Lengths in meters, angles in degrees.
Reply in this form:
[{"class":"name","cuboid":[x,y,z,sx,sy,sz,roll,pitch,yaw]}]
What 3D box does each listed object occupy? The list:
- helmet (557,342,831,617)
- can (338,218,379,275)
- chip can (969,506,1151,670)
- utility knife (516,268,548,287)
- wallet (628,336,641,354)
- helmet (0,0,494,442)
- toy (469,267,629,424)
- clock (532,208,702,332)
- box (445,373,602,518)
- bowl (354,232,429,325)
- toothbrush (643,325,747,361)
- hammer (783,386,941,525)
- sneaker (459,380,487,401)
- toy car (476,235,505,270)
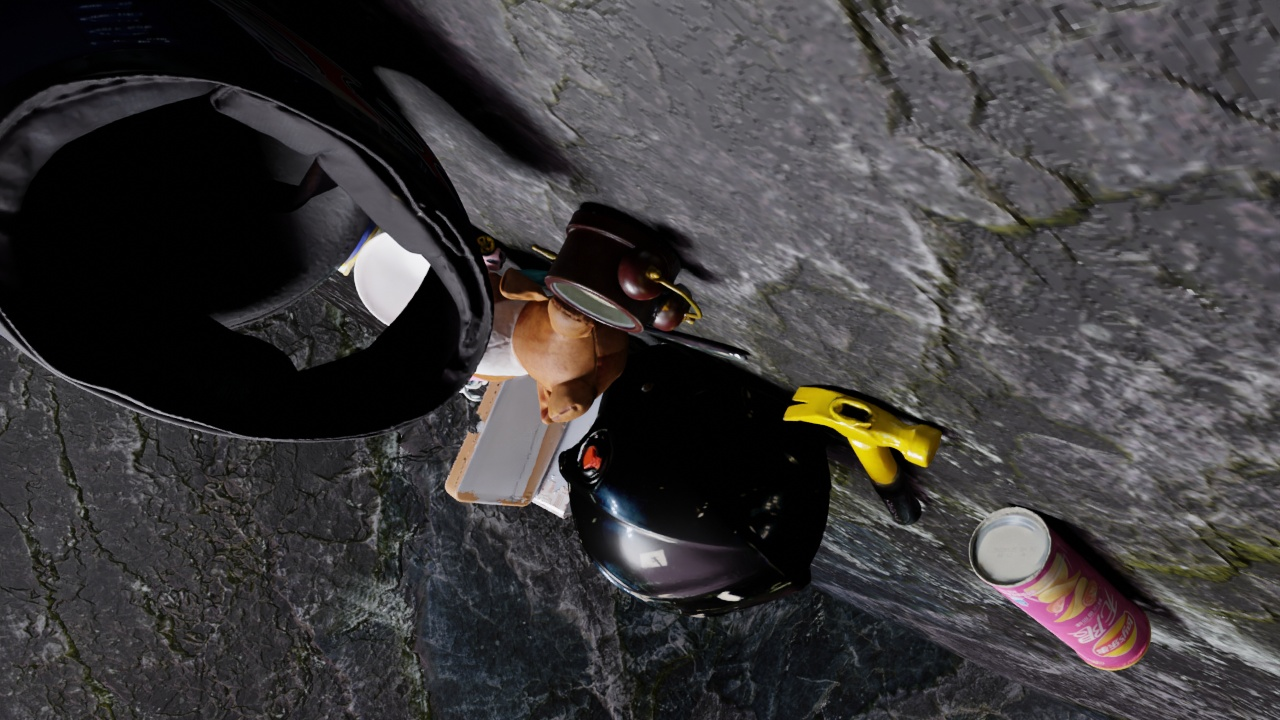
[{"class":"helmet","cuboid":[0.049,0.131,0.878,0.275,0.229,0.233,-24,139,27]},{"class":"can","cuboid":[-0.324,-0.138,1.012,0.049,0.074,0.148,35,169,-17]},{"class":"chip can","cuboid":[0.366,0.200,0.794,0.210,0.071,0.071,37,168,-33]},{"class":"utility knife","cuboid":[-0.081,-0.074,0.837,0.029,0.013,0.151,33,167,-36]},{"class":"wallet","cuboid":[-0.006,0.006,0.969,0.115,0.033,0.090,36,170,-39]},{"class":"helmet","cuboid":[-0.257,-0.101,0.560,0.315,0.247,0.240,30,-167,-41]},{"class":"toy","cuboid":[-0.111,-0.017,0.818,0.200,0.140,0.130,19,-157,39]},{"class":"clock","cuboid":[-0.010,-0.055,0.613,0.122,0.055,0.082,21,167,31]},{"class":"box","cuboid":[-0.107,0.093,1.103,0.105,0.179,0.260,26,-176,16]},{"class":"bowl","cuboid":[-0.230,-0.094,0.959,0.118,0.119,0.064,32,-151,-14]},{"class":"toothbrush","cuboid":[0.025,-0.019,0.810,0.181,0.018,0.015,16,161,46]},{"class":"hammer","cuboid":[0.212,0.095,0.805,0.129,0.032,0.300,23,168,31]},{"class":"sneaker","cuboid":[-0.209,0.006,1.200,0.089,0.091,0.242,15,-174,13]},{"class":"toy car","cuboid":[-0.182,-0.115,0.845,0.122,0.037,0.056,30,171,-12]}]
